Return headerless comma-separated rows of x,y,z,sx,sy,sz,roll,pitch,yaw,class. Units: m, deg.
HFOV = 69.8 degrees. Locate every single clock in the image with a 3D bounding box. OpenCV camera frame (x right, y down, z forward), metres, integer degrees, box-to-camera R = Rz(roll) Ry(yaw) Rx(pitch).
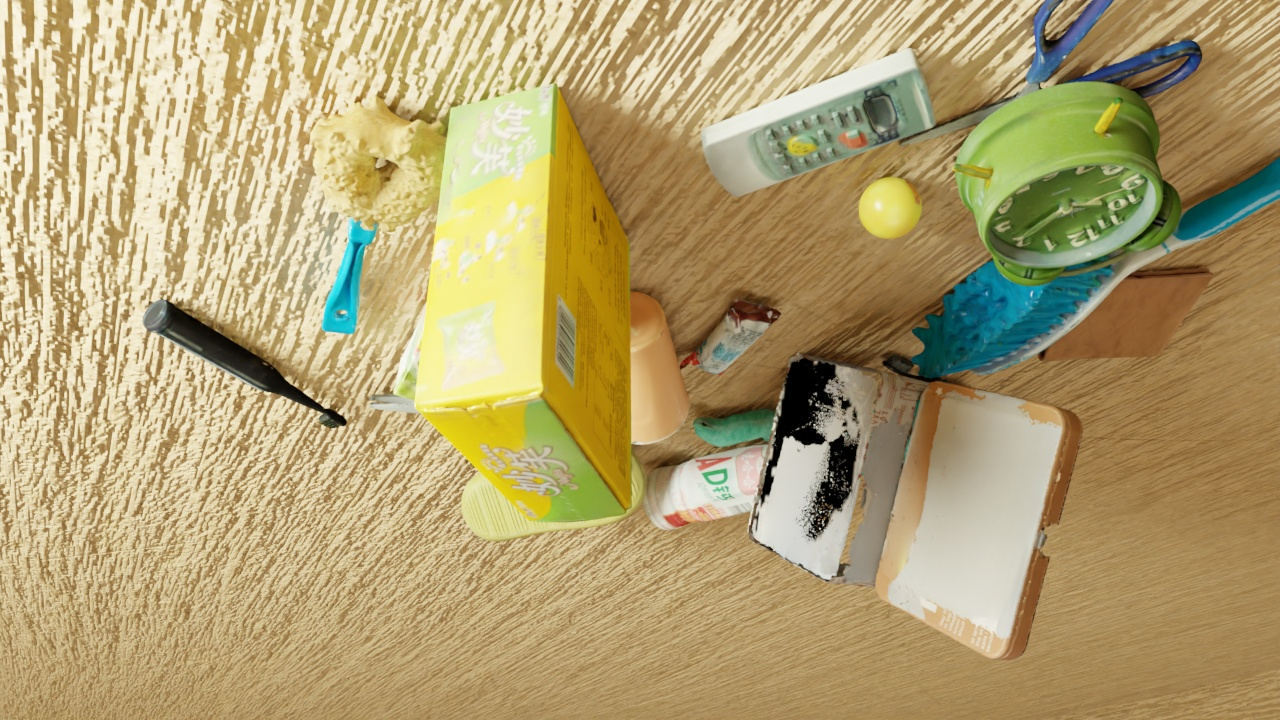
0.267,-0.100,0.573,0.116,0.056,0.161,-19,144,32,clock

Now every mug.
-0.004,0.004,0.741,0.078,0.078,0.123,-6,144,5,mug

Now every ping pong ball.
0.165,-0.101,0.606,0.040,0.040,0.040,-2,149,-2,ping pong ball

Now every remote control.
0.106,-0.140,0.555,0.135,0.019,0.056,-16,147,21,remote control

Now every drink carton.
-0.153,-0.012,0.722,0.053,0.045,0.123,16,144,-20,drink carton

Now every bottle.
0.097,0.124,0.942,0.197,0.068,0.068,-20,146,31,bottle

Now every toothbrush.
-0.320,0.012,0.767,0.027,0.026,0.212,-25,145,12,toothbrush
0.292,0.024,0.855,0.189,0.014,0.016,17,118,-32,toothbrush

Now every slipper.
-0.089,0.129,0.948,0.190,0.091,0.081,-14,-174,3,slipper

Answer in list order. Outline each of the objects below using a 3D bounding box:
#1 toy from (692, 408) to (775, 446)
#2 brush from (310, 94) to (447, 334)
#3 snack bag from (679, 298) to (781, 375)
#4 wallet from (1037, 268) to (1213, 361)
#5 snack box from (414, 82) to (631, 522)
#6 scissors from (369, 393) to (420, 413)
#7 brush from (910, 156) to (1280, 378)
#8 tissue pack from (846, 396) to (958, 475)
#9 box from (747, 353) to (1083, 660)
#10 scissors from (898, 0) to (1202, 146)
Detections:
0.102,0.067,0.896,0.092,0.030,0.096,-10,160,14,toy
-0.187,-0.082,0.615,0.083,0.045,0.255,6,152,-23,brush
0.072,-0.016,0.754,0.045,0.026,0.106,14,144,-21,snack bag
0.398,-0.036,0.759,0.101,0.020,0.115,-2,146,1,wallet
-0.058,-0.030,0.541,0.070,0.209,0.158,-9,148,12,snack box
-0.127,0.031,0.829,0.234,0.021,0.149,18,136,-24,scissors
0.339,-0.074,0.663,0.109,0.060,0.316,8,146,-28,brush
0.257,0.072,0.886,0.134,0.050,0.093,-11,157,15,tissue pack
0.202,0.099,0.714,0.082,0.177,0.260,12,-177,-28,box
0.239,-0.162,0.539,0.162,0.012,0.175,-5,151,5,scissors
